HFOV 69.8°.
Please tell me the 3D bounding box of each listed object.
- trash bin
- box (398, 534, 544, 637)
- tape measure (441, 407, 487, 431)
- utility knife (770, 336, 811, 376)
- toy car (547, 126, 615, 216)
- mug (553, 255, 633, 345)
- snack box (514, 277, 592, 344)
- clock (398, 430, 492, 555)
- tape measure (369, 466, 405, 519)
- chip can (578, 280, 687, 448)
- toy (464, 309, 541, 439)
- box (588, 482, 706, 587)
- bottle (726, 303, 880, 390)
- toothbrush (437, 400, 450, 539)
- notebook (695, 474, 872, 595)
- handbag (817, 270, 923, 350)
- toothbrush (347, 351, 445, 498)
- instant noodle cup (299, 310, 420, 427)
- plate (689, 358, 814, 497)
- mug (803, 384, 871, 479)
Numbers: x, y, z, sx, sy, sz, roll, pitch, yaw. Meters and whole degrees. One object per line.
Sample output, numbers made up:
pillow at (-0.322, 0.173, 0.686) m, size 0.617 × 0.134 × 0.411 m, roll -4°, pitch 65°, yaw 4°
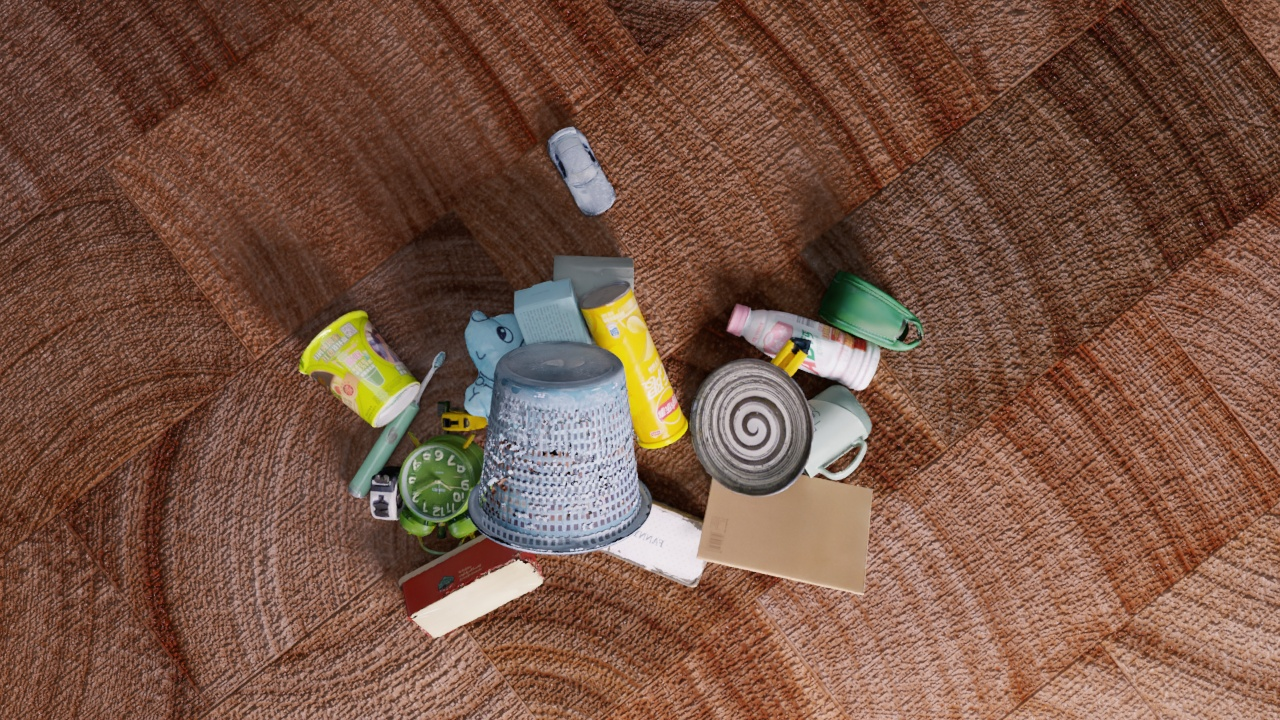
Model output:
trash bin at (-0.095, 0.089, 1.097) m, size 0.226 × 0.226 × 0.195 m, roll 2°, pitch 112°, yaw -1°
box at (-0.214, 0.291, 1.180) m, size 0.168 × 0.091 × 0.077 m, roll -28°, pitch 49°, yaw 0°
tape measure at (-0.233, 0.076, 1.206) m, size 0.057 × 0.060 × 0.029 m, roll -2°, pitch 91°, yaw 23°
utility knife at (0.150, 0.051, 1.198) m, size 0.033 × 0.015 × 0.215 m, roll 43°, pitch 112°, yaw 14°
toy car at (-0.079, -0.251, 1.222) m, size 0.054 × 0.037 × 0.120 m, roll -29°, pitch 93°, yaw -1°
mug at (-0.062, -0.076, 1.201) m, size 0.103 × 0.083 × 0.124 m, roll 0°, pitch 102°, yaw -3°
snack box at (-0.100, -0.016, 1.168) m, size 0.074 × 0.051 × 0.175 m, roll -14°, pitch 125°, yaw 3°
clock at (-0.256, 0.172, 1.191) m, size 0.116 × 0.056 × 0.161 m, roll 0°, pitch 90°, yaw 13°
tape measure at (-0.329, 0.175, 1.201) m, size 0.033 × 0.065 × 0.066 m, roll 4°, pitch 95°, yaw 5°
chip can at (-0.007, 0.007, 1.163) m, size 0.072 × 0.072 × 0.213 m, roll -22°, pitch 114°, yaw -1°
toy at (-0.177, 0.010, 1.202) m, size 0.161 × 0.050 × 0.156 m, roll 42°, pitch 65°, yaw -11°
box at (0.003, 0.226, 1.209) m, size 0.184 × 0.061 × 0.090 m, roll 24°, pitch 89°, yaw 1°
bottle at (0.211, -0.022, 1.207) m, size 0.197 × 0.068 × 0.068 m, roll 19°, pitch 89°, yaw 1°
toothbrush at (-0.266, 0.146, 1.229) m, size 0.017 × 0.012 × 0.186 m, roll 2°, pitch 90°, yaw 5°
notebook at (0.187, 0.209, 1.180) m, size 0.211 × 0.012 × 0.149 m, roll 11°, pitch 55°, yaw 6°
handbag at (0.296, -0.063, 1.179) m, size 0.120 × 0.131 × 0.068 m, roll 23°, pitch 98°, yaw -5°
toothbrush at (-0.321, 0.084, 1.221) m, size 0.026 × 0.027 × 0.224 m, roll 32°, pitch 89°, yaw -18°
instant noodle cup at (-0.351, 0.017, 1.172) m, size 0.123 × 0.111 × 0.111 m, roll 43°, pitch 89°, yaw 6°
plate at (0.143, 0.085, 1.178) m, size 0.180 × 0.024 × 0.179 m, roll 3°, pitch 96°, yaw 34°
mug at (0.246, 0.099, 1.190) m, size 0.106 × 0.082 × 0.111 m, roll -35°, pitch 54°, yaw -1°
